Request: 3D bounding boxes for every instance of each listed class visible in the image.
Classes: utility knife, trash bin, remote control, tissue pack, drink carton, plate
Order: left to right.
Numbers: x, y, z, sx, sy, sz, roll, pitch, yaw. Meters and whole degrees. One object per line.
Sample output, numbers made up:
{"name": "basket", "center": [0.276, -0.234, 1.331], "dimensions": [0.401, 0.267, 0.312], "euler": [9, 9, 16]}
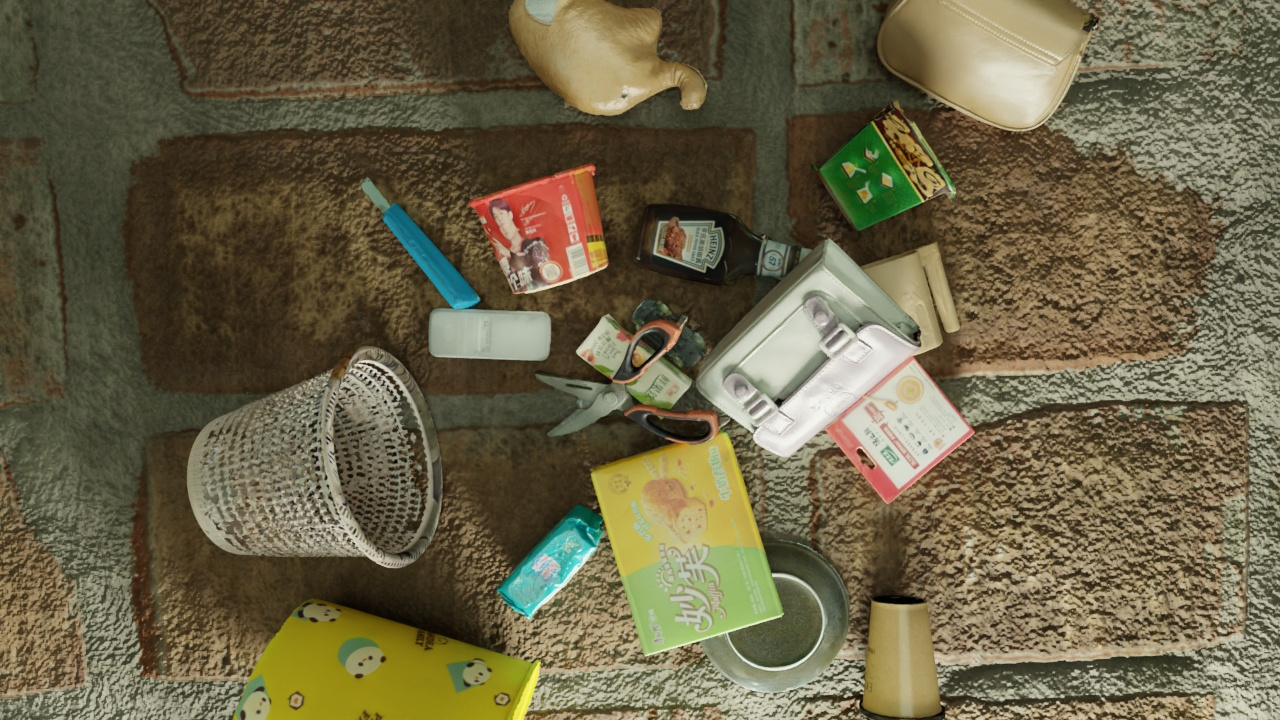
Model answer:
{"name": "trash bin", "center": [-0.342, 0.114, 0.953], "dimensions": [0.192, 0.227, 0.227], "euler": [-12, 93, 13]}
{"name": "trash bin", "center": [-0.264, 0.381, 0.958], "dimensions": [0.255, 0.229, 0.229], "euler": [20, 93, 4]}
{"name": "utility knife", "center": [-0.248, -0.131, 1.017], "dimensions": [0.187, 0.018, 0.034], "euler": [50, 47, 2]}
{"name": "remote control", "center": [-0.168, -0.029, 1.027], "dimensions": [0.136, 0.020, 0.056], "euler": [2, 93, 0]}
{"name": "tissue pack", "center": [-0.093, 0.217, 1.006], "dimensions": [0.050, 0.093, 0.133], "euler": [44, 93, 2]}
{"name": "drink carton", "center": [-0.006, 0.006, 1.017], "dimensions": [0.122, 0.045, 0.053], "euler": [38, 103, -1]}
{"name": "plate", "center": [0.152, 0.294, 1.046], "dimensions": [0.179, 0.024, 0.179], "euler": [0, 94, 0]}

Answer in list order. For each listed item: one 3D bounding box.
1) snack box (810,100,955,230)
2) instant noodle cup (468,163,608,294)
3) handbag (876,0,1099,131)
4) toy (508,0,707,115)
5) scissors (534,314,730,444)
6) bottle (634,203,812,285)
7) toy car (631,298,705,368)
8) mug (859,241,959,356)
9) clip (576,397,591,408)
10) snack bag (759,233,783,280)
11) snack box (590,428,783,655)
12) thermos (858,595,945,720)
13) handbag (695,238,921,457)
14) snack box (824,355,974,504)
{"name": "snack box", "center": [0.255, -0.197, 0.982], "dimensions": [0.106, 0.118, 0.117], "euler": [-33, 92, 14]}
{"name": "instant noodle cup", "center": [-0.101, -0.136, 0.969], "dimensions": [0.138, 0.138, 0.108], "euler": [-17, 101, 1]}
{"name": "handbag", "center": [0.358, -0.338, 0.956], "dimensions": [0.204, 0.148, 0.099], "euler": [28, 55, -3]}
{"name": "toy", "center": [-0.037, -0.328, 0.981], "dimensions": [0.226, 0.082, 0.143], "euler": [42, 101, -5]}
{"name": "scissors", "center": [-0.011, 0.037, 0.986], "dimensions": [0.189, 0.015, 0.227], "euler": [45, 115, 4]}
{"name": "bottle", "center": [0.095, -0.119, 0.997], "dimensions": [0.195, 0.044, 0.080], "euler": [12, 94, 8]}
{"name": "toy car", "center": [0.031, -0.030, 1.022], "dimensions": [0.090, 0.034, 0.043], "euler": [40, 90, -4]}
{"name": "mug", "center": [0.291, -0.064, 1.006], "dimensions": [0.124, 0.084, 0.103], "euler": [-20, 95, -26]}
{"name": "clip", "center": [-0.044, 0.043, 1.036], "dimensions": [0.056, 0.026, 0.024], "euler": [-19, 96, -12]}
{"name": "snack bag", "center": [0.171, -0.100, 1.022], "dimensions": [0.105, 0.026, 0.045], "euler": [26, 100, 1]}
{"name": "snack box", "center": [0.049, 0.196, 1.005], "dimensions": [0.157, 0.070, 0.210], "euler": [-17, 85, 0]}
{"name": "thermos", "center": [0.289, 0.338, 1.021], "dimensions": [0.093, 0.093, 0.143], "euler": [-1, 86, 0]}
{"name": "handbag", "center": [0.173, -0.004, 0.960], "dimensions": [0.145, 0.098, 0.197], "euler": [38, 121, -9]}
{"name": "snack box", "center": [0.284, 0.075, 1.024], "dimensions": [0.127, 0.044, 0.113], "euler": [-40, 93, 1]}
